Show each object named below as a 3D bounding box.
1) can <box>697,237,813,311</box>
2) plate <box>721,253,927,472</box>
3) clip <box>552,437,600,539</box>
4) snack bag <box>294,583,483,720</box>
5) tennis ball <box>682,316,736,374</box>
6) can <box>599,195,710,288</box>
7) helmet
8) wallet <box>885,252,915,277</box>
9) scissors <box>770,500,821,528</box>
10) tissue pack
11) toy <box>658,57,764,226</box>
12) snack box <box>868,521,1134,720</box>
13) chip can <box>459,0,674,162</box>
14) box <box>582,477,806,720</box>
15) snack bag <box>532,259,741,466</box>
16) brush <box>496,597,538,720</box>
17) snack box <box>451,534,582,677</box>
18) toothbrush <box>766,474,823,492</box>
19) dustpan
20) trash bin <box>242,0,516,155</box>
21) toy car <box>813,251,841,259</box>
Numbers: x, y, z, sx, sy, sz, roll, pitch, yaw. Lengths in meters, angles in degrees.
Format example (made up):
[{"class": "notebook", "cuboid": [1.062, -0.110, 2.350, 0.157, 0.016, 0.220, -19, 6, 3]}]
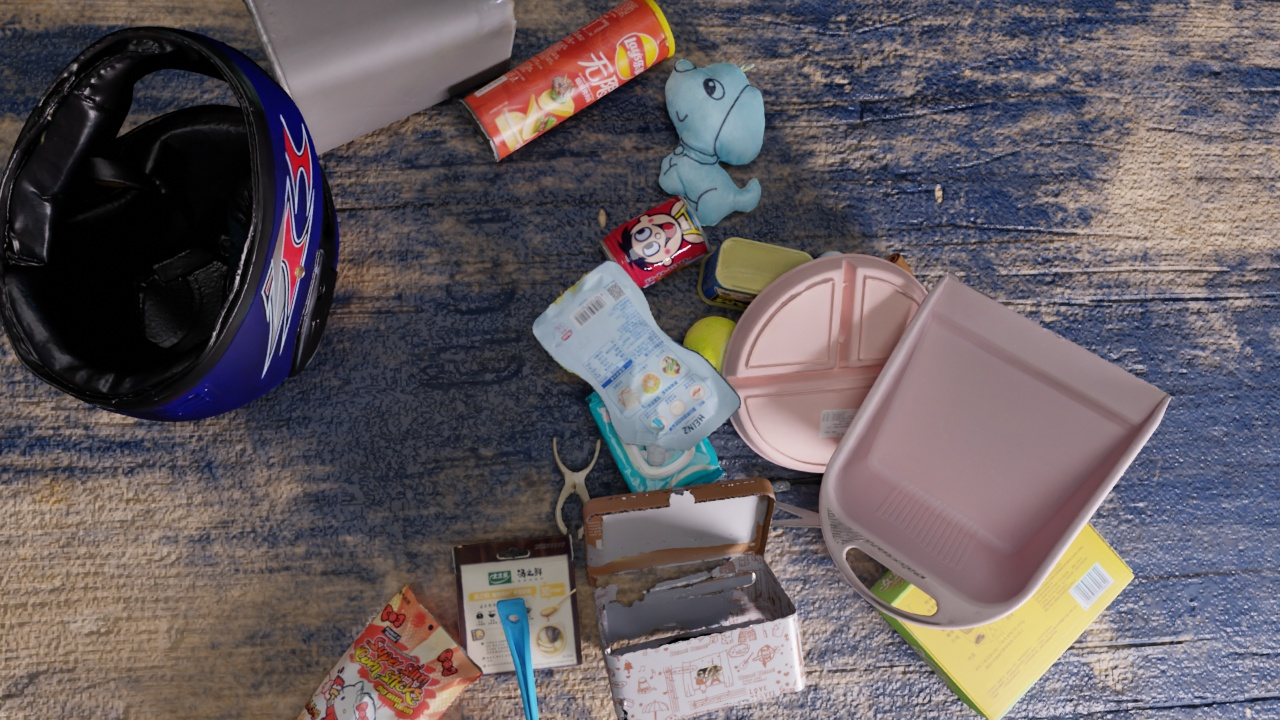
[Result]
[{"class": "can", "cuboid": [0.115, -0.082, 0.911, 0.102, 0.083, 0.057, 11, 84, -5]}, {"class": "plate", "cuboid": [0.192, 0.010, 0.891, 0.229, 0.028, 0.230, -4, 113, -11]}, {"class": "clip", "cuboid": [-0.066, 0.125, 0.900, 0.071, 0.035, 0.100, 4, 80, -5]}, {"class": "snack bag", "cuboid": [-0.250, 0.321, 0.839, 0.128, 0.073, 0.207, 37, 84, 33]}, {"class": "tennis ball", "cuboid": [0.074, -0.011, 0.909, 0.065, 0.065, 0.065, 1, 85, -6]}, {"class": "can", "cuboid": [0.013, -0.114, 0.908, 0.094, 0.066, 0.066, -28, 88, -1]}, {"class": "helmet", "cuboid": [-0.372, -0.107, 0.774, 0.247, 0.240, 0.316, 23, 101, -3]}, {"class": "wallet", "cuboid": [0.255, -0.026, 0.929, 0.107, 0.031, 0.132, -41, 111, -7]}, {"class": "scissors", "cuboid": [0.203, 0.167, 0.907, 0.165, 0.156, 0.012, -14, 130, -25]}, {"class": "tissue pack", "cuboid": [0.014, 0.076, 0.903, 0.093, 0.050, 0.133, -27, 88, -8]}, {"class": "toy", "cuboid": [0.076, -0.231, 0.937, 0.161, 0.050, 0.156, 43, 87, -3]}, {"class": "snack box", "cuboid": [0.356, 0.224, 0.917, 0.210, 0.070, 0.157, -43, 90, -8]}, {"class": "chip can", "cuboid": [-0.072, -0.283, 0.914, 0.216, 0.073, 0.073, -33, 89, -8]}, {"class": "box", "cuboid": [0.044, 0.198, 0.842, 0.182, 0.155, 0.187, -10, 107, -7]}, {"class": "snack bag", "cuboid": [-0.005, 0.005, 0.865, 0.110, 0.039, 0.191, -41, 86, -7]}, {"class": "brush", "cuboid": [-0.101, 0.339, 0.848, 0.083, 0.046, 0.255, -7, 98, 3]}, {"class": "snack box", "cuboid": [-0.116, 0.231, 0.874, 0.113, 0.053, 0.125, -5, 85, -6]}, {"class": "toothbrush", "cuboid": [0.212, 0.120, 0.939, 0.189, 0.017, 0.014, -4, 96, -8]}, {"class": "dustpan", "cuboid": [0.290, 0.093, 0.807, 0.222, 0.138, 0.274, 31, 115, 21]}, {"class": "trash bin", "cuboid": [-0.248, -0.326, 0.846, 0.219, 0.199, 0.198, -23, 88, -14]}, {"class": "toy car", "cuboid": [0.198, -0.069, 0.945, 0.043, 0.034, 0.090, 0, 84, -3]}]
